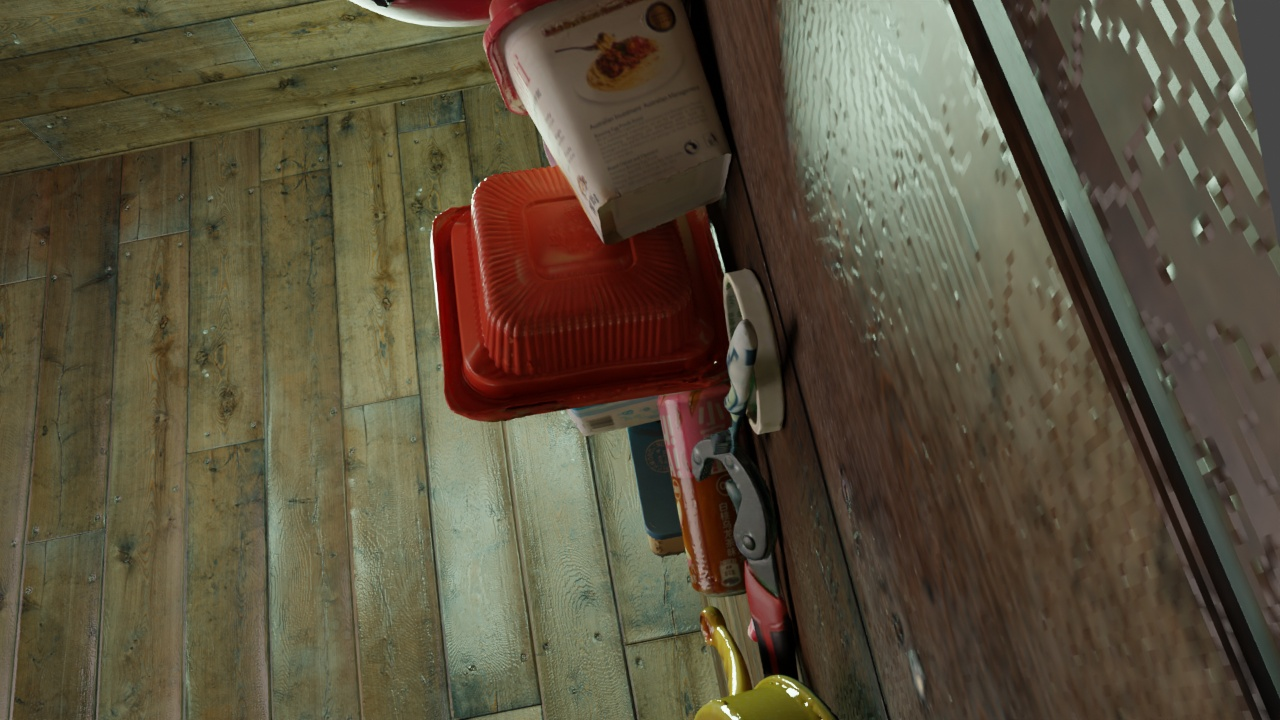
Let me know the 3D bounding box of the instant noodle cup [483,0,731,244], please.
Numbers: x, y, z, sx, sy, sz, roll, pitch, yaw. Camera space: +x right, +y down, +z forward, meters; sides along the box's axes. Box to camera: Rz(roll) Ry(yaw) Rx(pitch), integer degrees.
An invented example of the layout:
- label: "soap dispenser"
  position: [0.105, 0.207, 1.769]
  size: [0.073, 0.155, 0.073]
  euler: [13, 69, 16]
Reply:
- label: "instant noodle cup"
  position: [-0.010, -0.140, 0.502]
  size: [0.116, 0.116, 0.124]
  euler: [83, 164, -82]

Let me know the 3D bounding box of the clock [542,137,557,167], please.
- label: "clock"
  position: [-0.024, -0.201, 0.853]
  size: [0.158, 0.060, 0.117]
  euler: [-11, -97, -52]

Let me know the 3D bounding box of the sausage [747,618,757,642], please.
- label: "sausage"
  position: [0.091, 0.193, 0.681]
  size: [0.156, 0.020, 0.020]
  euler: [81, 178, -68]

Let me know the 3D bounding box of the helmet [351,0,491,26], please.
- label: "helmet"
  position: [-0.087, -0.274, 0.513]
  size: [0.144, 0.241, 0.206]
  euler: [28, -119, -36]

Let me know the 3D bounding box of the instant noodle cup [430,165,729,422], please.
- label: "instant noodle cup"
  position: [-0.035, -0.054, 0.567]
  size: [0.079, 0.188, 0.164]
  euler: [96, 163, -60]

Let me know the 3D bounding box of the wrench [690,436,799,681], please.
- label: "wrench"
  position: [0.082, 0.178, 0.589]
  size: [0.056, 0.016, 0.273]
  euler: [-5, 102, 52]

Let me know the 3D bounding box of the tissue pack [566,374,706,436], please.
- label: "tissue pack"
  position: [-0.004, 0.004, 0.698]
  size: [0.090, 0.140, 0.063]
  euler: [72, -175, -62]

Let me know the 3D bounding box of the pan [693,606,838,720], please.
- label: "pan"
  position: [0.066, 0.223, 0.477]
  size: [0.357, 0.078, 0.198]
  euler: [-145, 48, -70]

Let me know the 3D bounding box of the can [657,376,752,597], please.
- label: "can"
  position: [0.051, 0.085, 0.637]
  size: [0.058, 0.058, 0.147]
  euler: [-153, 52, -89]

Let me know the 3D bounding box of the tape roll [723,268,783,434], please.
- label: "tape roll"
  position: [0.059, -0.005, 0.482]
  size: [0.086, 0.014, 0.086]
  euler: [159, 100, -89]

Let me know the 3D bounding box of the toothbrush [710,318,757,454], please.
- label: "toothbrush"
  position: [0.046, 0.020, 0.468]
  size: [0.192, 0.018, 0.016]
  euler: [81, 179, -69]

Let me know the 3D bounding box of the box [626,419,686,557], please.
- label: "box"
  position: [0.034, 0.075, 0.744]
  size: [0.060, 0.090, 0.184]
  euler: [82, 175, -54]
